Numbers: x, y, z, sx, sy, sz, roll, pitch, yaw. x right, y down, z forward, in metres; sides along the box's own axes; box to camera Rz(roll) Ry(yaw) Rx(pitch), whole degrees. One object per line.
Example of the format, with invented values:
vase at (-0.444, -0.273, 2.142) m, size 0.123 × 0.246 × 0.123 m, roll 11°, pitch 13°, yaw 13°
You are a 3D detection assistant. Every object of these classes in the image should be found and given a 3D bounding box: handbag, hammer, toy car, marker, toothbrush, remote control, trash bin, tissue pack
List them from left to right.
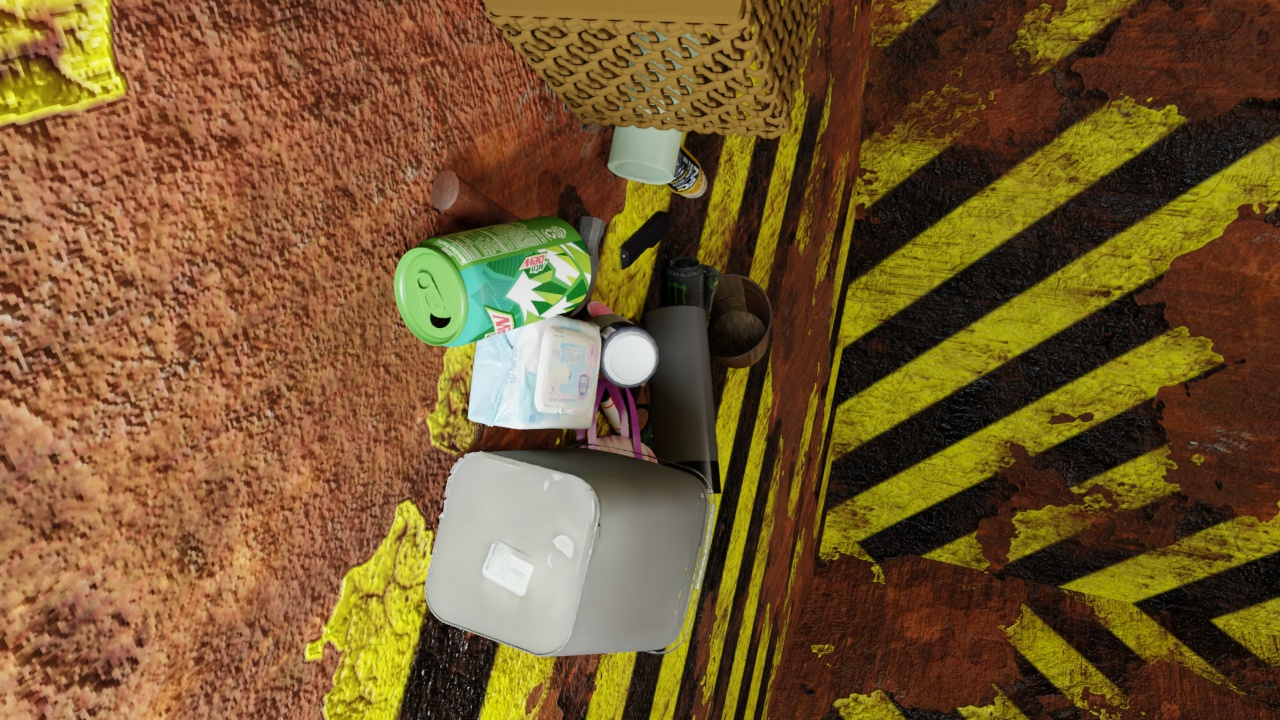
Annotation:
hammer at (-0.104, -0.112, 0.843) m, size 0.300 × 0.028 × 0.111 m, roll 21°, pitch 78°, yaw -70°
tissue pack at (-0.095, 0.008, 0.861) m, size 0.181 × 0.070 × 0.112 m, roll 13°, pitch 85°, yaw -70°
trash bin at (-0.066, 0.176, 0.864) m, size 0.220 × 0.198 × 0.197 m, roll 21°, pitch 80°, yaw -64°
handbag at (-0.036, 0.104, 1.053) m, size 0.144 × 0.068 × 0.170 m, roll 1°, pitch 84°, yaw -42°
toothbrush at (-0.036, -0.048, 1.084) m, size 0.135 × 0.016 × 0.021 m, roll 33°, pitch 68°, yaw -70°
marker at (-0.032, 0.069, 1.149) m, size 0.146 × 0.019 × 0.019 m, roll 65°, pitch 39°, yaw -59°
remote control at (0.007, -0.152, 1.156) m, size 0.136 × 0.015 × 0.032 m, roll -52°, pitch 146°, yaw -54°
toy car at (0.085, -0.091, 1.365) m, size 0.033 × 0.048 × 0.105 m, roll 103°, pitch 0°, yaw -78°

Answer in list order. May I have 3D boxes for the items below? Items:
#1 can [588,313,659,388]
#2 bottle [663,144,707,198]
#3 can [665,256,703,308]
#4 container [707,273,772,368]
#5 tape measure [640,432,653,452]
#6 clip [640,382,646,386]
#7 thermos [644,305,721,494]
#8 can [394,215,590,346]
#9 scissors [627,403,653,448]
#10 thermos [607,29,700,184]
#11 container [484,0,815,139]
can at (-0.026, -0.014, 0.993) m, size 0.127 × 0.064 × 0.064 m, roll -144°, pitch -121°, yaw -70°
bottle at (0.043, -0.243, 1.157) m, size 0.186 × 0.053 × 0.053 m, roll 12°, pitch 88°, yaw -71°
can at (0.062, -0.075, 1.294) m, size 0.053 × 0.054 × 0.138 m, roll -51°, pitch 145°, yaw -54°
container at (0.146, -0.050, 1.452) m, size 0.167 × 0.132 × 0.132 m, roll 43°, pitch 58°, yaw -74°
tape measure at (0.020, 0.125, 1.259) m, size 0.058 × 0.066 × 0.036 m, roll 26°, pitch 88°, yaw -61°
clip at (-0.006, 0.007, 1.166) m, size 0.024 × 0.039 × 0.060 m, roll -6°, pitch 110°, yaw -72°
thermos at (0.054, 0.056, 1.189) m, size 0.082 × 0.082 × 0.240 m, roll 32°, pitch 52°, yaw -69°
can at (-0.113, -0.064, 0.718) m, size 0.143 × 0.083 × 0.083 m, roll -23°, pitch 122°, yaw -51°
scissors at (-0.006, 0.123, 1.218) m, size 0.135 × 0.066 × 0.015 m, roll -62°, pitch -175°, yaw -8°
thermos at (0.019, -0.321, 1.026) m, size 0.082 × 0.082 × 0.231 m, roll 24°, pitch 77°, yaw -70°
container at (0.029, -0.362, 0.804) m, size 0.214 × 0.220 × 0.251 m, roll 28°, pitch 73°, yaw -70°
